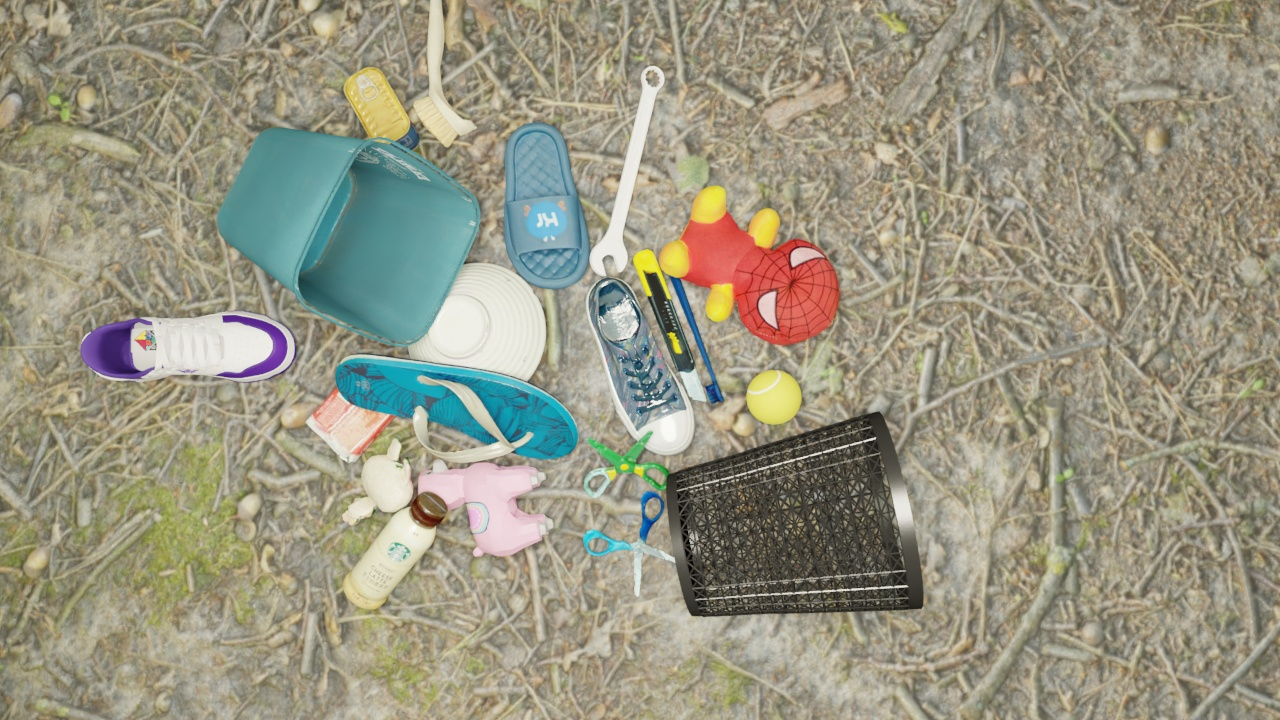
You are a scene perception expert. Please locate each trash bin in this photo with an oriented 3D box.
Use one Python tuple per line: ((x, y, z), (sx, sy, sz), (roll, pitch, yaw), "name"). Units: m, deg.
((0.165, 0.186, 1.026), (0.243, 0.217, 0.217), (-11, 86, 8), "trash bin")
((-0.343, -0.155, 1.042), (0.219, 0.196, 0.199), (24, 86, 35), "trash bin")

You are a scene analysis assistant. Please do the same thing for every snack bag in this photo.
((-0.345, 0.059, 1.130), (0.077, 0.036, 0.116), (41, 88, 3), "snack bag")

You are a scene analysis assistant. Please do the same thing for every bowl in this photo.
((-0.206, -0.036, 1.094), (0.177, 0.071, 0.177), (-1, 85, 8), "bowl")

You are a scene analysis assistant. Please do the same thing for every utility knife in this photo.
((0.038, -0.041, 1.133), (0.029, 0.020, 0.203), (-22, 87, 2), "utility knife")

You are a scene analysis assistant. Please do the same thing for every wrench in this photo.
((-0.013, -0.236, 1.144), (0.047, 0.009, 0.273), (16, 85, -25), "wrench")

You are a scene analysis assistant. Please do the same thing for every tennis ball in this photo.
((0.160, 0.044, 1.098), (0.065, 0.065, 0.065), (0, 86, 2), "tennis ball")

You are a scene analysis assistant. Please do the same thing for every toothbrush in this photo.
((0.063, -0.037, 1.133), (0.017, 0.016, 0.190), (-20, 86, 7), "toothbrush")

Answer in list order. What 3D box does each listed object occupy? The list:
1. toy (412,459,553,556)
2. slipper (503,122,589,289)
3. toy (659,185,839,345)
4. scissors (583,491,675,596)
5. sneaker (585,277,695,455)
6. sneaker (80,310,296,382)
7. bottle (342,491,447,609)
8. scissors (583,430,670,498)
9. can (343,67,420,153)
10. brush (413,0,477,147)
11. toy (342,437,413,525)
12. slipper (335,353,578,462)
((-0.190, 0.174, 1.103), (0.157, 0.067, 0.123), (-8, 88, 7), "toy")
((-0.124, -0.191, 1.130), (0.104, 0.059, 0.213), (-10, 84, 4), "slipper")
((0.136, -0.104, 1.094), (0.216, 0.098, 0.147), (34, 96, 5), "toy")
((-0.003, 0.219, 1.118), (0.127, 0.014, 0.133), (22, 89, 2), "scissors")
((-0.006, 0.006, 1.100), (0.087, 0.079, 0.235), (-24, 85, 0), "sneaker")
((-0.550, -0.018, 1.106), (0.244, 0.111, 0.091), (-4, 86, 2), "sneaker")
((-0.287, 0.222, 1.081), (0.056, 0.056, 0.162), (42, 110, 4), "bottle")
((-0.021, 0.128, 1.102), (0.125, 0.011, 0.132), (37, 115, -25), "scissors")
((-0.320, -0.307, 1.143), (0.054, 0.059, 0.100), (-30, 86, -1), "can")
((-0.254, -0.401, 1.155), (0.077, 0.062, 0.272), (-6, 82, -3), "brush")
((-0.310, 0.150, 1.107), (0.087, 0.050, 0.112), (34, 96, 39), "toy")
((-0.215, 0.061, 1.073), (0.295, 0.060, 0.118), (14, 125, -6), "slipper")
